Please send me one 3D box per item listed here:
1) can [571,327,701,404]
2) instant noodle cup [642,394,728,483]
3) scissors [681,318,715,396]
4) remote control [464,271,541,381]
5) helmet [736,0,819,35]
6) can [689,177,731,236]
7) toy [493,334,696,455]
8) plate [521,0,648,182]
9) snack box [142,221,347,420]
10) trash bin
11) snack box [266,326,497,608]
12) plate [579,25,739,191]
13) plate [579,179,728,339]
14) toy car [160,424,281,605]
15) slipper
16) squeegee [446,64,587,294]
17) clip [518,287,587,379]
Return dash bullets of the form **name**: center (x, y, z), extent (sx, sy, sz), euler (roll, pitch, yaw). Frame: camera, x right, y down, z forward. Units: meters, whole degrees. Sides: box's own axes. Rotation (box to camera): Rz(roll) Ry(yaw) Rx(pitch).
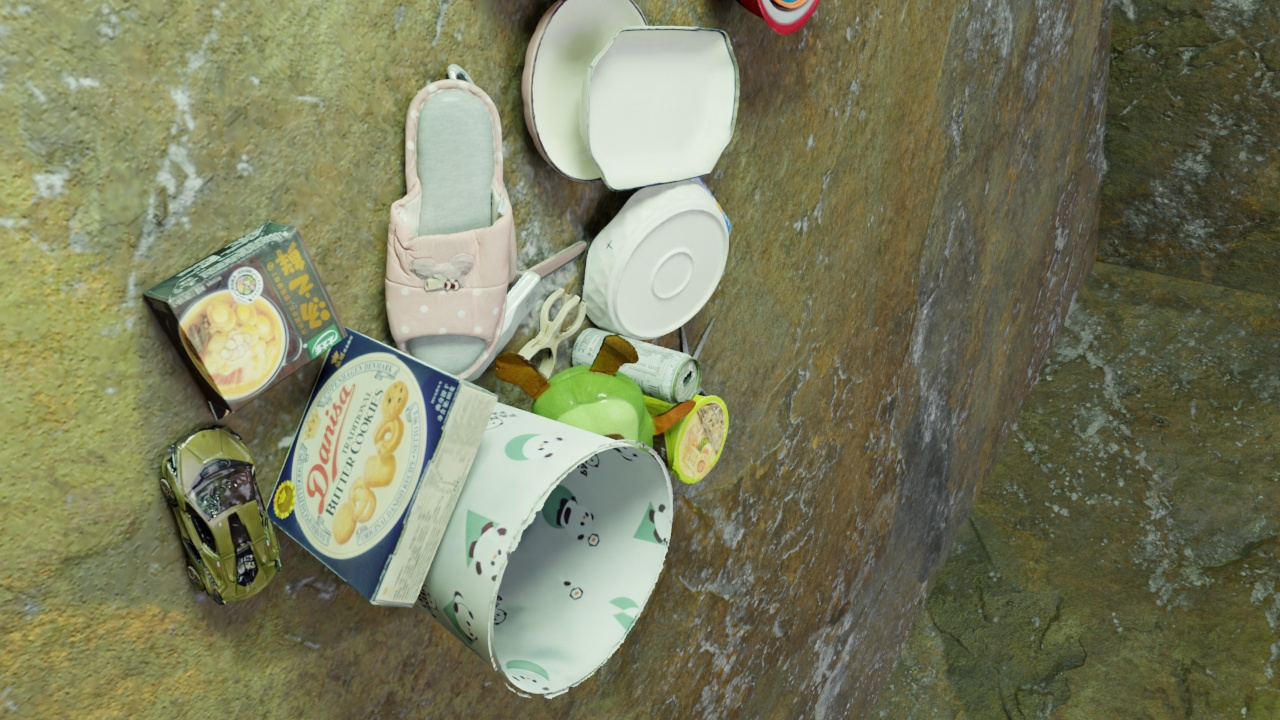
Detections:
- **can**: center (-0.006, 0.006, 1.041), extent (0.058, 0.147, 0.058), euler (-30, 127, -48)
- **instant noodle cup**: center (0.028, 0.082, 1.149), extent (0.111, 0.123, 0.112), euler (-26, 124, -46)
- **scissors**: center (0.069, 0.021, 1.270), extent (0.178, 0.014, 0.159), euler (-62, 145, -14)
- **remote control**: center (-0.142, -0.033, 0.927), extent (0.124, 0.024, 0.049), euler (-54, 171, -19)
- **helmet**: center (0.146, -0.502, 1.014), extent (0.206, 0.144, 0.240), euler (-18, 134, -49)
- **can**: center (0.063, -0.191, 1.124), extent (0.053, 0.053, 0.134), euler (-63, 145, -11)
- **toy**: center (-0.050, 0.075, 0.982), extent (0.089, 0.227, 0.247), euler (-100, 173, -47)
- **plate**: center (-0.056, -0.279, 0.929), extent (0.191, 0.039, 0.193), euler (-29, 128, -44)
- **snack box**: center (-0.300, -0.027, 0.715), extent (0.113, 0.053, 0.126), euler (-43, 132, -34)
- **trash bin**: center (-0.136, 0.140, 0.836), extent (0.228, 0.252, 0.230), euler (-29, 129, -44)
- **snack box**: center (-0.219, 0.081, 0.755), extent (0.045, 0.183, 0.178), euler (24, 87, -51)
- **plate**: center (0.020, -0.270, 0.972), extent (0.264, 0.034, 0.162), euler (-23, 125, -48)
- **plate**: center (0.025, -0.109, 1.073), extent (0.204, 0.045, 0.205), euler (-28, 138, -28)
- **toy car**: center (-0.337, 0.126, 0.742), extent (0.070, 0.042, 0.158), euler (-33, 128, -42)
- **slipper**: center (-0.168, -0.107, 0.817), extent (0.114, 0.054, 0.275), euler (0, 106, -22)
- **squeegee**: center (-0.142, -0.156, 0.874), extent (0.246, 0.040, 0.250), euler (-38, 134, -36)
- **clip**: center (-0.098, -0.030, 1.003), extent (0.100, 0.035, 0.070), euler (-60, 146, 0)
